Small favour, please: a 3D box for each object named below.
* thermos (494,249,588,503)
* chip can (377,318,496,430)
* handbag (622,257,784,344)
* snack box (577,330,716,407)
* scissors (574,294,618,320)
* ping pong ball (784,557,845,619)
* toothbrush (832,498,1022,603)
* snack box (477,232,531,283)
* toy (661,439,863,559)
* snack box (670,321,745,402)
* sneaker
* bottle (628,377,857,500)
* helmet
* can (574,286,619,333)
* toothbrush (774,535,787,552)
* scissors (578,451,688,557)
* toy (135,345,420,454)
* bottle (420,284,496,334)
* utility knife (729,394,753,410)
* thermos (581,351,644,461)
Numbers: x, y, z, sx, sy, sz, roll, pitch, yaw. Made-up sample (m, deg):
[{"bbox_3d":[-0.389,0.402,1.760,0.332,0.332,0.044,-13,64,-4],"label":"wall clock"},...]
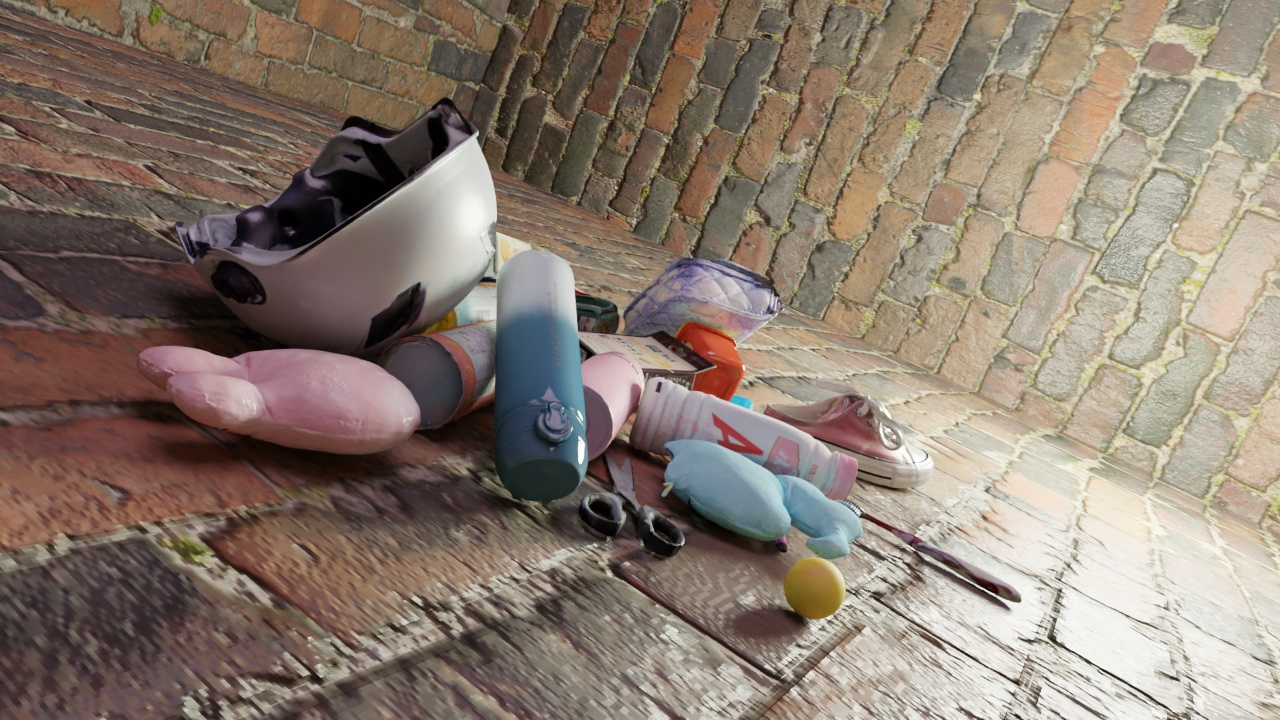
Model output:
[{"bbox_3d":[-0.073,0.006,0.662,0.070,0.070,0.220,18,35,-22],"label":"thermos"},{"bbox_3d":[-0.130,0.003,0.741,0.071,0.071,0.214,25,12,9],"label":"chip can"},{"bbox_3d":[0.065,-0.052,1.108,0.134,0.075,0.194,20,-27,-20],"label":"handbag"},{"bbox_3d":[-0.006,0.006,0.972,0.125,0.053,0.113,5,19,-33],"label":"snack box"},{"bbox_3d":[-0.113,-0.048,1.075,0.175,0.019,0.175,4,28,-4],"label":"scissors"},{"bbox_3d":[0.116,0.152,0.612,0.040,0.040,0.040,22,12,-5],"label":"ping pong ball"},{"bbox_3d":[0.262,0.174,0.851,0.188,0.016,0.017,28,21,23],"label":"toothbrush"},{"bbox_3d":[-0.211,-0.098,0.906,0.182,0.046,0.178,-1,4,4],"label":"snack box"},{"bbox_3d":[0.089,0.109,0.730,0.156,0.050,0.161,6,23,-40],"label":"toy"},{"bbox_3d":[0.068,0.014,1.030,0.082,0.091,0.080,19,19,-23],"label":"snack box"},{"bbox_3d":[0.252,0.081,1.070,0.241,0.088,0.118,17,13,-21],"label":"sneaker"},{"bbox_3d":[0.091,0.074,0.809,0.197,0.068,0.068,18,12,3],"label":"bottle"},{"bbox_3d":[-0.210,-0.085,0.709,0.259,0.146,0.228,7,43,40],"label":"helmet"},{"bbox_3d":[-0.091,-0.069,1.182,0.133,0.053,0.053,30,14,31],"label":"can"},{"bbox_3d":[0.115,0.123,0.801,0.014,0.018,0.189,14,13,-1],"label":"toothbrush"},{"bbox_3d":[-0.017,0.096,0.681,0.150,0.014,0.171,12,16,-46],"label":"scissors"},{"bbox_3d":[-0.211,0.020,0.550,0.159,0.054,0.121,11,9,-46],"label":"toy"},{"bbox_3d":[-0.155,-0.041,0.899,0.068,0.068,0.189,26,12,17],"label":"bottle"},{"bbox_3d":[0.105,0.067,1.032,0.034,0.018,0.204,12,11,8],"label":"utility knife"},{"bbox_3d":[-0.048,0.032,0.796,0.087,0.067,0.198,5,11,7],"label":"thermos"}]
